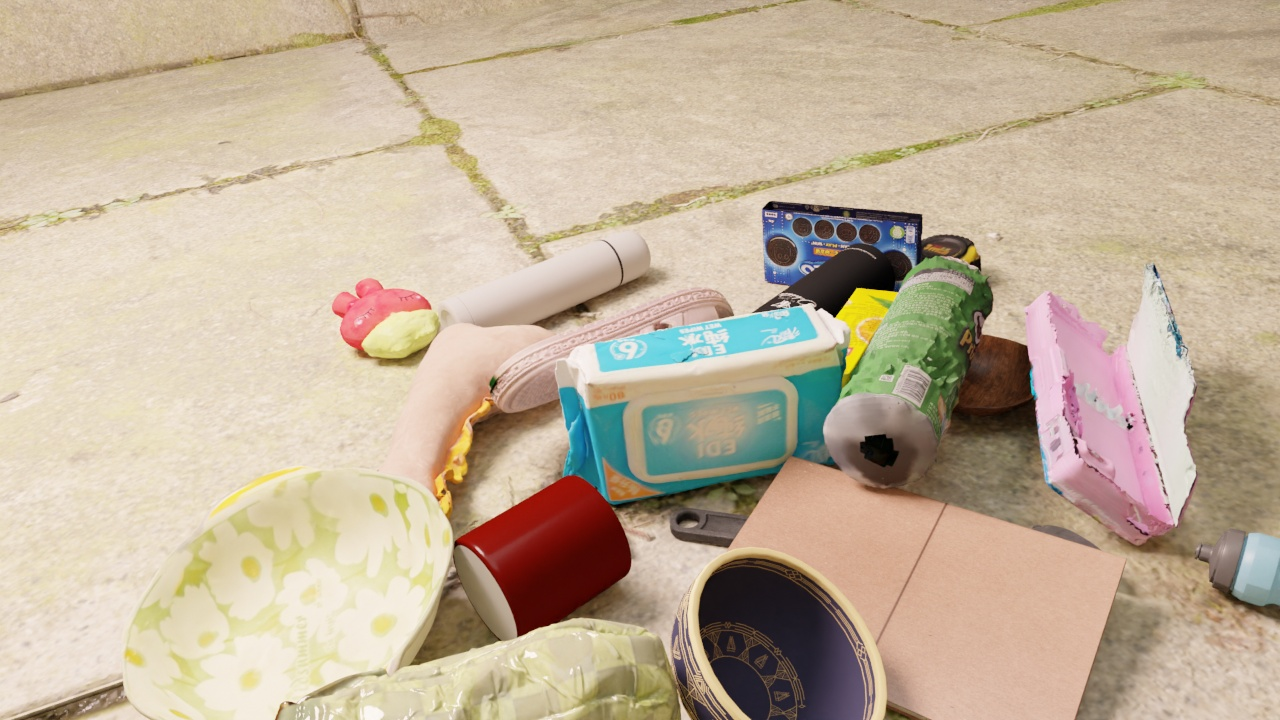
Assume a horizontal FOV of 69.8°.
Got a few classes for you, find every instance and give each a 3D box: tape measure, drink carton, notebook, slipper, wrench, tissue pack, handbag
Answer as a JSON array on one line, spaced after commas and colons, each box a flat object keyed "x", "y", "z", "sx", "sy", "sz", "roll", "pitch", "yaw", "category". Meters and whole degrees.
[{"x": 0.289, "y": -0.092, "z": 0.880, "sx": 0.062, "sy": 0.038, "sz": 0.067, "roll": -33, "pitch": 36, "yaw": -23, "category": "tape measure"}, {"x": 0.169, "y": -0.003, "z": 0.733, "sx": 0.043, "sy": 0.059, "sz": 0.134, "roll": 10, "pitch": 35, "yaw": 29, "category": "drink carton"}, {"x": 0.151, "y": 0.133, "z": 0.535, "sx": 0.209, "sy": 0.008, "sz": 0.141, "roll": 15, "pitch": 47, "yaw": 32, "category": "notebook"}, {"x": -0.004, "y": 0.004, "z": 0.717, "sx": 0.238, "sy": 0.094, "sz": 0.064, "roll": -17, "pitch": 68, "yaw": -40, "category": "slipper"}, {"x": 0.149, "y": 0.118, "z": 0.578, "sx": 0.273, "sy": 0.018, "sz": 0.072, "roll": 4, "pitch": 33, "yaw": 20, "category": "wrench"}, {"x": 0.043, "y": 0.032, "z": 0.643, "sx": 0.209, "sy": 0.117, "sz": 0.066, "roll": -9, "pitch": 34, "yaw": -3, "category": "tissue pack"}, {"x": -0.067, "y": 0.193, "z": 0.408, "sx": 0.186, "sy": 0.113, "sz": 0.116, "roll": -11, "pitch": 39, "yaw": -8, "category": "handbag"}]

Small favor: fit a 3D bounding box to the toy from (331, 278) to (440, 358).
[{"x": -0.248, "y": -0.043, "z": 0.890, "sx": 0.091, "sy": 0.045, "sz": 0.135, "roll": -25, "pitch": 41, "yaw": -31, "category": "toy"}]

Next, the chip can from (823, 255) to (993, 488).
[{"x": 0.195, "y": 0.001, "z": 0.647, "sx": 0.075, "sy": 0.075, "sz": 0.222, "roll": 10, "pitch": 33, "yaw": 25, "category": "chip can"}]

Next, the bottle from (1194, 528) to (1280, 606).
[{"x": 0.376, "y": 0.126, "z": 0.499, "sx": 0.130, "sy": 0.040, "sz": 0.040, "roll": 16, "pitch": 38, "yaw": 33, "category": "bottle"}]

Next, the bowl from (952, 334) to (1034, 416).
[{"x": 0.260, "y": 0.017, "z": 0.714, "sx": 0.102, "sy": 0.026, "sz": 0.114, "roll": 21, "pitch": 39, "yaw": 38, "category": "bowl"}]

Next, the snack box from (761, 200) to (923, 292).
[{"x": 0.190, "y": -0.105, "z": 0.876, "sx": 0.150, "sy": 0.082, "sz": 0.027, "roll": 10, "pitch": 37, "yaw": 28, "category": "snack box"}]

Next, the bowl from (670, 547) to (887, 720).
[{"x": 0.061, "y": 0.160, "z": 0.470, "sx": 0.112, "sy": 0.061, "sz": 0.112, "roll": 20, "pitch": 40, "yaw": -17, "category": "bowl"}]

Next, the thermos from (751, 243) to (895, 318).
[{"x": 0.133, "y": -0.030, "z": 0.782, "sx": 0.061, "sy": 0.061, "sz": 0.230, "roll": 21, "pitch": 41, "yaw": 38, "category": "thermos"}]

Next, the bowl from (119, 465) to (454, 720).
[{"x": -0.196, "y": 0.149, "z": 0.540, "sx": 0.188, "sy": 0.060, "sz": 0.219, "roll": -26, "pitch": 38, "yaw": -18, "category": "bowl"}]

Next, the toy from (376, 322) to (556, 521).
[{"x": -0.125, "y": 0.046, "z": 0.708, "sx": 0.196, "sy": 0.065, "sz": 0.263, "roll": -4, "pitch": 34, "yaw": 5, "category": "toy"}]

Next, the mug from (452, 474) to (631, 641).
[{"x": -0.068, "y": 0.123, "z": 0.571, "sx": 0.082, "sy": 0.073, "sz": 0.106, "roll": -28, "pitch": 9, "yaw": -31, "category": "mug"}]

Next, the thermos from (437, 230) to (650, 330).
[{"x": -0.087, "y": -0.073, "z": 0.902, "sx": 0.223, "sy": 0.052, "sz": 0.052, "roll": -26, "pitch": 36, "yaw": -28, "category": "thermos"}]

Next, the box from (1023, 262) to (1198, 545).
[{"x": 0.331, "y": 0.010, "z": 0.626, "sx": 0.085, "sy": 0.097, "sz": 0.229, "roll": 34, "pitch": 36, "yaw": -3, "category": "box"}]
